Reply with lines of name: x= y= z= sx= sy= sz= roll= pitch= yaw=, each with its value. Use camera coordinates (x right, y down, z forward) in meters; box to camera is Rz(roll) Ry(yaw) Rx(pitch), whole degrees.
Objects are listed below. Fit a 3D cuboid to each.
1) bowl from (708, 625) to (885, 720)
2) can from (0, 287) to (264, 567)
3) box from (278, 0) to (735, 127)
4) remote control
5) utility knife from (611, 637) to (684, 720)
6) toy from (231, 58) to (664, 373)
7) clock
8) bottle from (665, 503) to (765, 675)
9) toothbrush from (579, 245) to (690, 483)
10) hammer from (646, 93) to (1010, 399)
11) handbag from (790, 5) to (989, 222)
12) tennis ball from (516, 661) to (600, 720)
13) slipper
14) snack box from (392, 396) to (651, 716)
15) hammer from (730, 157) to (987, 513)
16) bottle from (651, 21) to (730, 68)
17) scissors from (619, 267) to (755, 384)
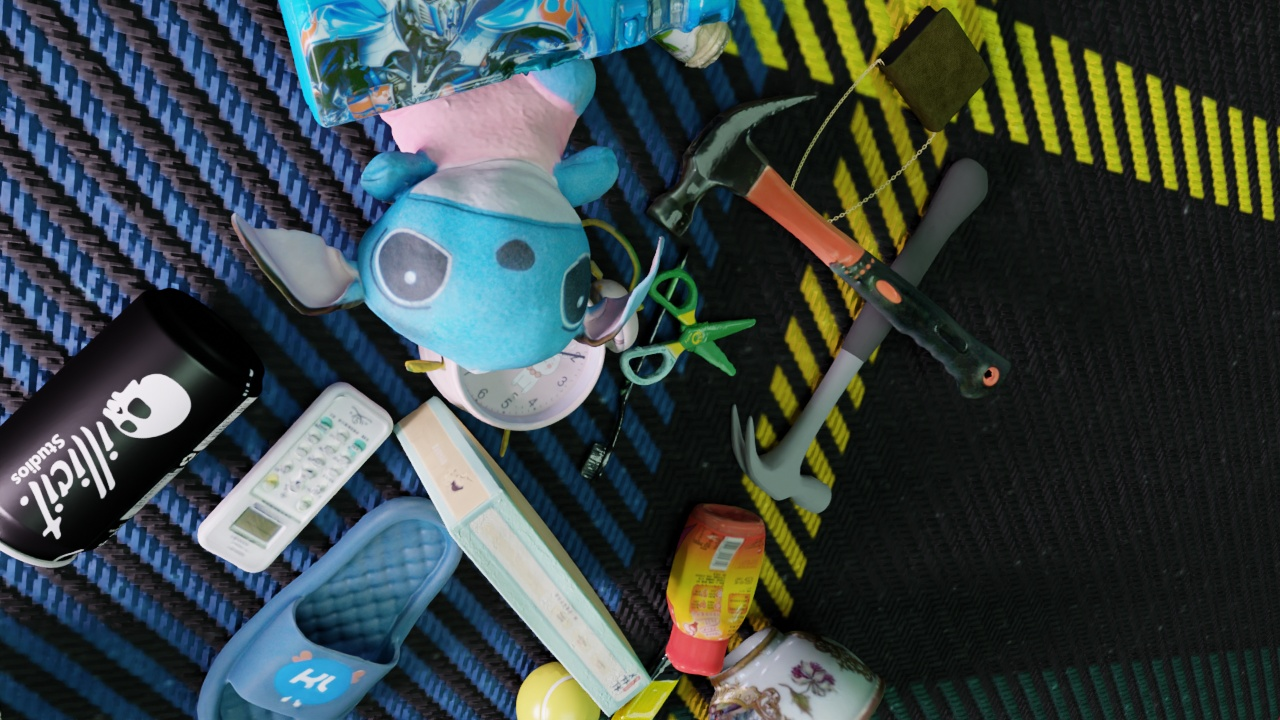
bowl: x=0.116 y=0.286 z=0.782 sx=0.159 sy=0.160 sz=0.094 roll=-37 pitch=81 yaw=-8
can: x=-0.283 y=0.035 z=0.496 sx=0.146 sy=0.080 sz=0.080 roll=-45 pitch=123 yaw=-4
box: x=-0.073 y=-0.225 z=0.473 sx=0.243 sy=0.113 sz=0.114 roll=-22 pitch=147 yaw=-20
remote control: x=-0.217 y=0.073 z=0.580 sx=0.133 sy=0.022 sz=0.050 roll=-47 pitch=124 yaw=-2
utility knife: x=0.032 y=0.250 z=0.781 sx=0.029 sy=0.020 sz=0.174 roll=34 pitch=93 yaw=-19
toy: x=-0.098 y=-0.089 z=0.500 sx=0.223 sy=0.099 sz=0.191 roll=1 pitch=73 yaw=-19
clock: x=-0.066 y=-0.024 z=0.594 sx=0.158 sy=0.059 sz=0.117 roll=-44 pitch=123 yaw=-5
bottle: x=0.057 y=0.185 z=0.739 sx=0.071 sy=0.048 sz=0.134 roll=9 pitch=98 yaw=-25
toothbrush: x=-0.004 y=0.004 z=0.664 sx=0.017 sy=0.014 sz=0.188 roll=20 pitch=100 yaw=-15
hammer: x=0.166 y=-0.066 z=0.683 sx=0.333 sy=0.033 sz=0.133 roll=35 pitch=92 yaw=-25
handbag: x=0.174 y=-0.169 z=0.678 sx=0.084 sy=0.027 sz=0.178 roll=39 pitch=96 yaw=-32
tennis ball: x=-0.064 y=0.268 z=0.713 sx=0.065 sy=0.065 sz=0.065 roll=-10 pitch=115 yaw=-23
slipper: x=-0.198 y=0.185 z=0.616 sx=0.213 sy=0.059 sz=0.104 roll=-48 pitch=125 yaw=-3
snack box: x=-0.077 y=0.125 z=0.601 sx=0.044 sy=0.141 sz=0.194 roll=-37 pitch=122 yaw=-10
hammer: x=0.180 y=-0.025 z=0.736 sx=0.125 sy=0.029 sz=0.311 roll=29 pitch=95 yaw=-33
bottle: x=0.006 y=-0.222 z=0.558 sx=0.110 sy=0.043 sz=0.043 roll=28 pitch=96 yaw=-34
scissors: x=0.034 y=-0.010 z=0.668 sx=0.112 sy=0.012 sz=0.131 roll=-53 pitch=133 yaw=-5
